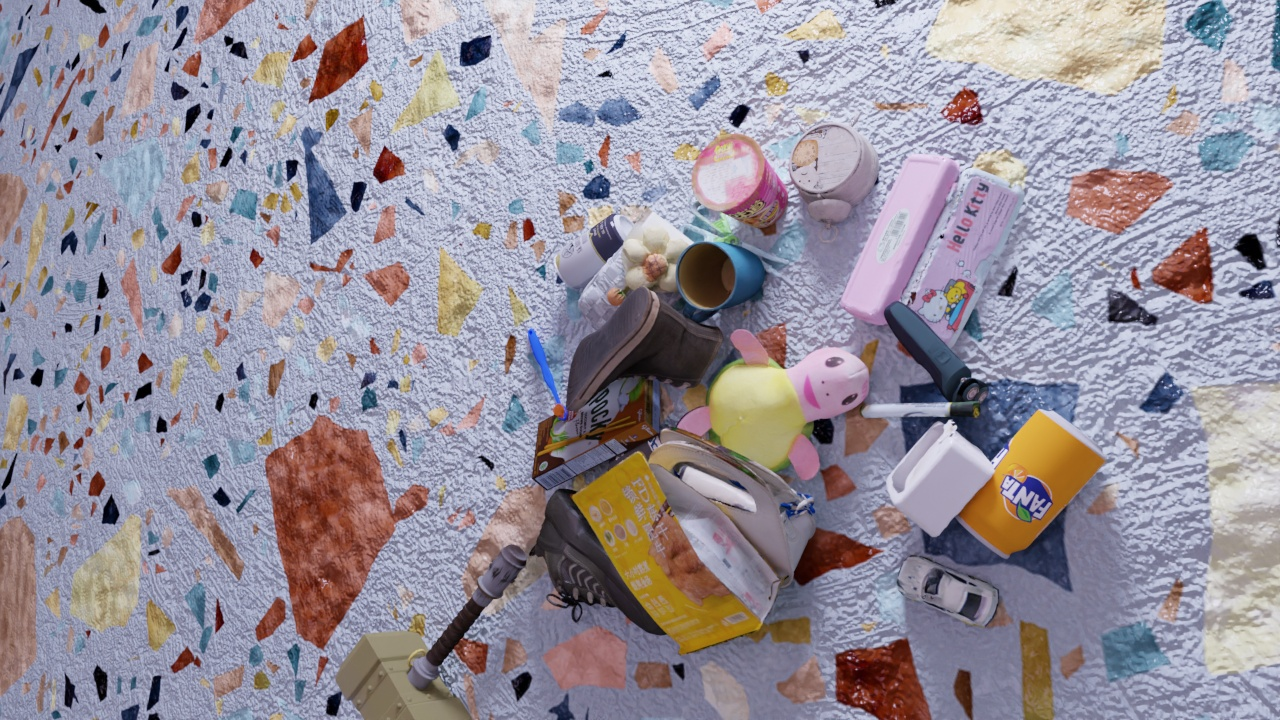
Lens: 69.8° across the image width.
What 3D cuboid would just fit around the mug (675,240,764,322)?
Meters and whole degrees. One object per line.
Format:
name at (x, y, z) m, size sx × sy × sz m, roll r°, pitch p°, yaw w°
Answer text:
mug at (0.096, -0.094, 1.134) m, size 0.084 × 0.104 × 0.112 m, roll 43°, pitch 117°, yaw 20°

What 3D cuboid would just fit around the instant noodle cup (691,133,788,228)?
instant noodle cup at (0.131, -0.215, 1.137) m, size 0.098 × 0.108 × 0.097 m, roll -8°, pitch 75°, yaw 31°

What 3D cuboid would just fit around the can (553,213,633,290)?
can at (-0.064, -0.147, 1.274) m, size 0.128 × 0.064 × 0.064 m, roll -31°, pitch 65°, yaw 23°

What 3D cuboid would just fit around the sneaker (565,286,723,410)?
sneaker at (-0.007, 0.007, 1.143) m, size 0.235 × 0.119 × 0.095 m, roll -45°, pitch 32°, yaw 40°

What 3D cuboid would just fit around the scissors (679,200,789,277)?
scissors at (0.125, -0.158, 1.187) m, size 0.176 × 0.032 × 0.078 m, roll 29°, pitch 94°, yaw 29°

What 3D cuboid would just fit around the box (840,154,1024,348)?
box at (0.318, -0.126, 1.024) m, size 0.150 × 0.073 × 0.201 m, roll 27°, pitch 95°, yaw 34°

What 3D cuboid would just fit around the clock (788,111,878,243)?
clock at (0.227, -0.218, 1.105) m, size 0.104 × 0.061 × 0.156 m, roll -3°, pitch 76°, yaw 32°

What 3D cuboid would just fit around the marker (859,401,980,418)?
marker at (0.301, 0.054, 0.999) m, size 0.147 × 0.017 × 0.017 m, roll -5°, pitch 76°, yaw 52°

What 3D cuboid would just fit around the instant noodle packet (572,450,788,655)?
instant noodle packet at (0.032, 0.207, 1.022) m, size 0.221 × 0.084 × 0.163 m, roll 48°, pitch 141°, yaw -1°

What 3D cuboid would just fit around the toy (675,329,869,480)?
toy at (0.152, 0.056, 1.077) m, size 0.239 × 0.087 × 0.190 m, roll -32°, pitch 76°, yaw 23°

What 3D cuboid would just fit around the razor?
razor at (0.315, -0.005, 0.990) m, size 0.047 × 0.052 × 0.143 m, roll -38°, pitch 80°, yaw -4°

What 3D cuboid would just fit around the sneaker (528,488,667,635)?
sneaker at (-0.065, 0.286, 1.160) m, size 0.238 × 0.101 × 0.143 m, roll 41°, pitch 104°, yaw 32°

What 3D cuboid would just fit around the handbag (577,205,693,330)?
handbag at (-0.003, -0.097, 1.187) m, size 0.112 × 0.123 × 0.172 m, roll 38°, pitch 105°, yaw -2°

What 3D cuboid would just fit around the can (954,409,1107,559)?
can at (0.388, 0.123, 0.918) m, size 0.079 × 0.079 × 0.142 m, roll 45°, pitch 104°, yaw 31°

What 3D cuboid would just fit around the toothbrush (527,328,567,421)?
toothbrush at (-0.134, 0.016, 1.289) m, size 0.016 × 0.018 × 0.182 m, roll -37°, pitch 49°, yaw 14°

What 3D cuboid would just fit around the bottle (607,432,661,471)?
bottle at (0.008, 0.122, 1.179) m, size 0.113 × 0.047 × 0.047 m, roll -36°, pitch 63°, yaw 20°

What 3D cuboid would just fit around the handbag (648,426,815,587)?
handbag at (0.097, 0.149, 1.033) m, size 0.201 × 0.200 × 0.092 m, roll 14°, pitch 50°, yaw 31°

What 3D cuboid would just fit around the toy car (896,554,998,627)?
toy car at (0.320, 0.242, 0.964) m, size 0.105 × 0.033 × 0.048 m, roll 18°, pitch 91°, yaw 35°

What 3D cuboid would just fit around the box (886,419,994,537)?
box at (0.300, 0.112, 0.947) m, size 0.076 × 0.107 × 0.102 m, roll 36°, pitch 103°, yaw 1°

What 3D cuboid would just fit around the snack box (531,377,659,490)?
snack box at (-0.059, 0.090, 1.211) m, size 0.186 × 0.031 × 0.100 m, roll -29°, pitch 36°, yaw 24°

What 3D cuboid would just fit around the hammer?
hammer at (-0.261, 0.382, 1.261) m, size 0.190 × 0.100 × 0.325 m, roll 45°, pitch 104°, yaw 31°
